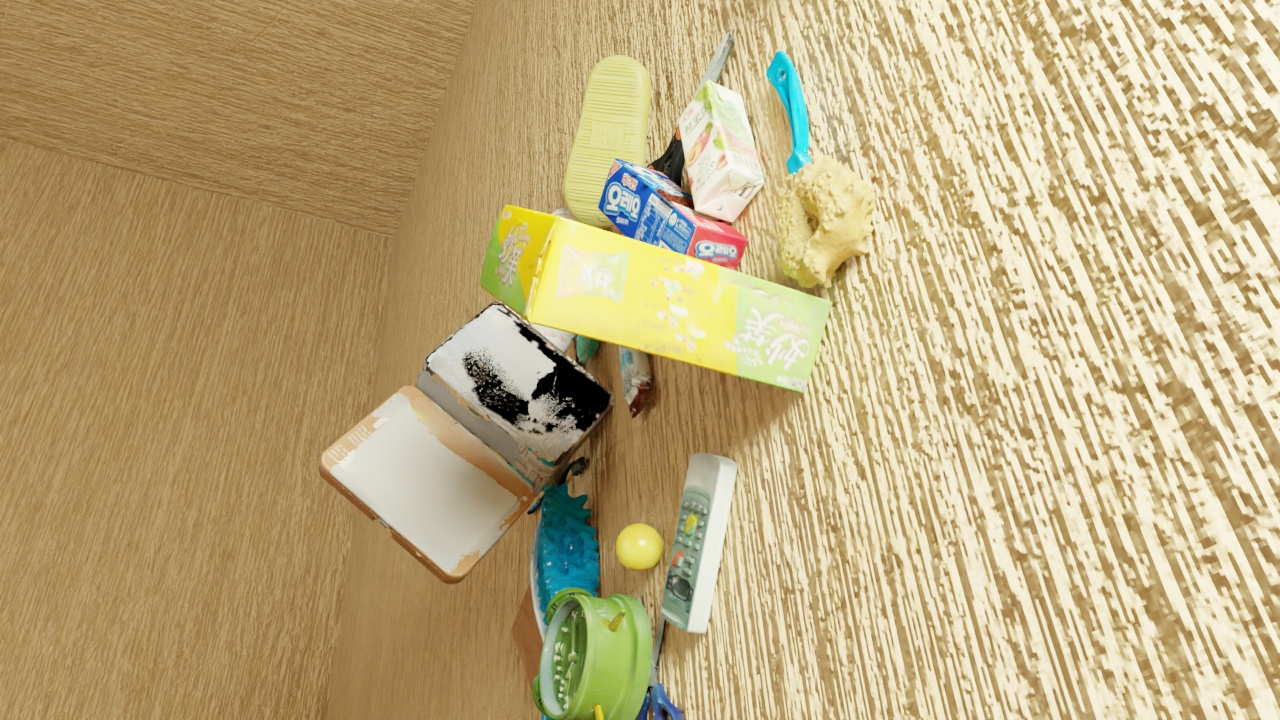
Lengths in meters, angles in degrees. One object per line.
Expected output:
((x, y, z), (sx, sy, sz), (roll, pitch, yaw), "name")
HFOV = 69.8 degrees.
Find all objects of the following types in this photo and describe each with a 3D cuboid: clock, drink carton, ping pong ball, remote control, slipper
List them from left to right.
((-0.048, 0.256, 0.789), (0.162, 0.056, 0.116), (-19, 57, 63), "clock")
((-0.026, -0.245, 1.042), (0.081, 0.092, 0.191), (-29, -49, -68), "slipper")
((-0.001, 0.160, 0.784), (0.040, 0.040, 0.040), (-168, 91, -69), "ping pong ball")
((0.044, 0.139, 0.713), (0.056, 0.019, 0.135), (-178, 100, -68), "remote control")
((0.070, -0.182, 0.794), (0.054, 0.045, 0.122), (-49, 35, 40), "drink carton")

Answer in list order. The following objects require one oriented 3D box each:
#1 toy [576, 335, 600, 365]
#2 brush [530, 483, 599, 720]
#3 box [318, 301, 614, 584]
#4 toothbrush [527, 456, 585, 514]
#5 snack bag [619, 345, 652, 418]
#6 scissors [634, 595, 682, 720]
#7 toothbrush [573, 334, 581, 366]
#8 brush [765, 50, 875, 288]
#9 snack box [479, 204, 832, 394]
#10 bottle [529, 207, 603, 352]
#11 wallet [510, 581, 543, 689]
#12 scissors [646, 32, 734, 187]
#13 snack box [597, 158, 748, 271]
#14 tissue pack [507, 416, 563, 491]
((-0.057, -0.041, 1.053), (0.096, 0.030, 0.092), (-142, 68, -78), "toy")
((-0.078, 0.283, 0.901), (0.110, 0.060, 0.313), (120, 151, -48), "brush")
((-0.167, 0.077, 0.920), (0.258, 0.177, 0.082), (-47, -5, -41), "box")
((-0.101, 0.152, 1.075), (0.190, 0.014, 0.016), (-48, 61, 53), "toothbrush")
((-0.005, 0.005, 0.901), (0.045, 0.026, 0.105), (-51, 34, 42), "snack bag")
((0.009, 0.267, 0.741), (0.174, 0.012, 0.162), (-128, 55, -65), "scissors")
((-0.080, -0.037, 1.125), (0.017, 0.016, 0.187), (112, 158, -47), "toothbrush")
((0.120, -0.153, 0.675), (0.254, 0.046, 0.083), (-93, 22, -43), "brush")
((0.005, -0.046, 0.655), (0.158, 0.210, 0.070), (30, 105, 67), "snack box")
((-0.094, -0.081, 1.100), (0.068, 0.068, 0.196), (-21, 56, 65), "bottle")
((-0.111, 0.293, 1.014), (0.101, 0.020, 0.115), (-69, 26, 19), "wallet")
((0.048, -0.205, 0.907), (0.236, 0.021, 0.148), (-47, 44, 45), "scissors")
((0.022, -0.127, 0.839), (0.207, 0.058, 0.057), (52, 126, 55), "snack box")
((-0.123, 0.093, 1.097), (0.093, 0.050, 0.133), (-148, 73, -76), "tissue pack")
